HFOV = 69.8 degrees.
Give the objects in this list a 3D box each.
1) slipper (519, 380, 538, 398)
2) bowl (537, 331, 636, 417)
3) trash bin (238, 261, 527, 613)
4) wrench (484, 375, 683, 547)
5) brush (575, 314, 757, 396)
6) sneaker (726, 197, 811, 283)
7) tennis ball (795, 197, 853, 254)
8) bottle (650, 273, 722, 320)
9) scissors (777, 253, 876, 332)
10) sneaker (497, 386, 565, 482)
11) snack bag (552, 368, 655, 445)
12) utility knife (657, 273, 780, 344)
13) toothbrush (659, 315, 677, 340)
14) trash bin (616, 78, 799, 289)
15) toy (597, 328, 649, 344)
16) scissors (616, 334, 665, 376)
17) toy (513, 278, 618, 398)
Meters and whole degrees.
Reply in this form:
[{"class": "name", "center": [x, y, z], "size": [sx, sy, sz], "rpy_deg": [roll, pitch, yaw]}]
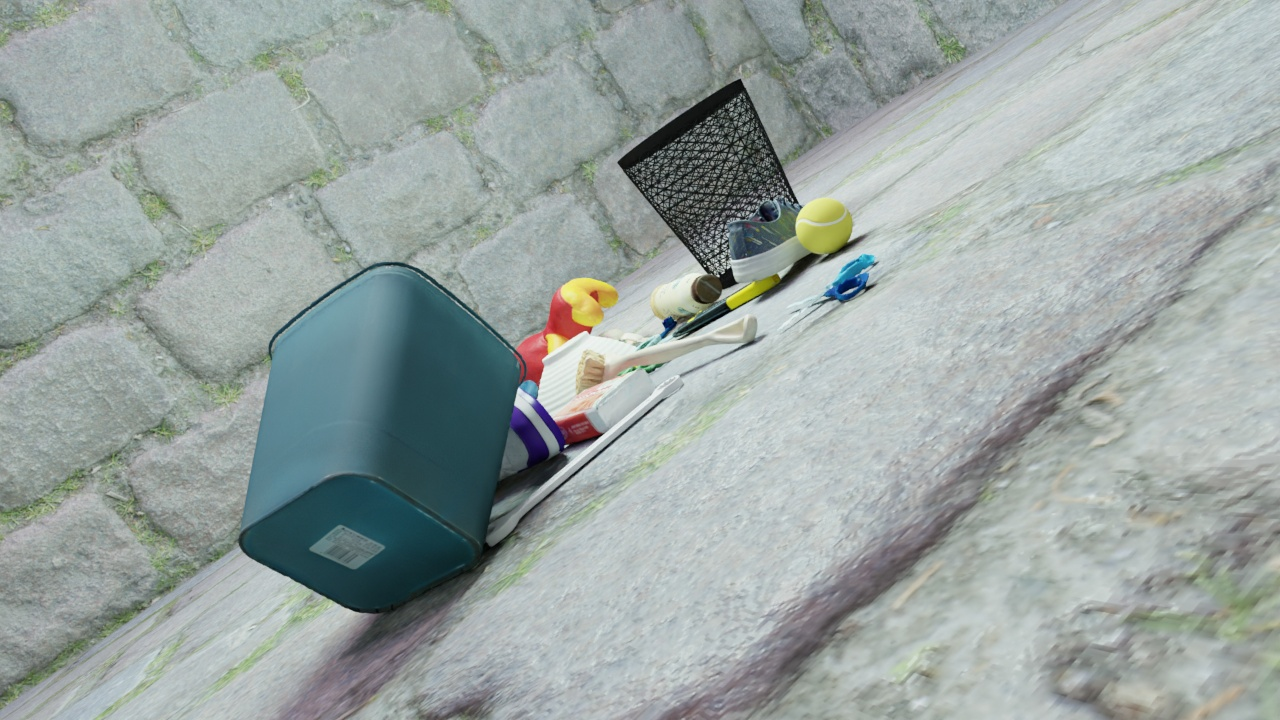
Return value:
[{"class": "slipper", "center": [-0.193, 0.079, 1.255], "size": [0.104, 0.059, 0.213], "rpy_deg": [-48, 8, 18]}, {"class": "bowl", "center": [-0.086, 0.008, 1.265], "size": [0.177, 0.071, 0.177], "rpy_deg": [-32, 7, 5]}, {"class": "trash bin", "center": [-0.223, 0.074, 0.795], "size": [0.197, 0.199, 0.218], "rpy_deg": [-30, 38, 23]}, {"class": "wrench", "center": [-0.053, 0.090, 0.848], "size": [0.272, 0.009, 0.047], "rpy_deg": [-38, 9, -32]}, {"class": "brush", "center": [0.019, -0.004, 0.979], "size": [0.077, 0.062, 0.273], "rpy_deg": [10, -20, -40]}, {"class": "sneaker", "center": [0.183, -0.170, 1.144], "size": [0.088, 0.079, 0.234], "rpy_deg": [-9, 17, 40]}, {"class": "tennis ball", "center": [0.214, -0.156, 1.068], "size": [0.065, 0.065, 0.065], "rpy_deg": [-33, 8, 5]}, {"class": "bottle", "center": [0.066, -0.092, 1.311], "size": [0.056, 0.056, 0.162], "rpy_deg": [-36, 8, -18]}, {"class": "scissors", "center": [0.177, -0.066, 0.854], "size": [0.127, 0.014, 0.133], "rpy_deg": [-35, 9, -9]}, {"class": "sneaker", "center": [-0.173, 0.102, 0.985], "size": [0.110, 0.092, 0.245], "rpy_deg": [-38, 5, -30]}, {"class": "snack bag", "center": [-0.043, 0.050, 0.954], "size": [0.076, 0.036, 0.116], "rpy_deg": [-40, 10, -35]}, {"class": "utility knife", "center": [0.089, -0.059, 1.165], "size": [0.204, 0.020, 0.028], "rpy_deg": [-31, 6, 28]}, {"class": "toothbrush", "center": [0.015, -0.024, 1.252], "size": [0.016, 0.017, 0.189], "rpy_deg": [-31, 8, 28]}, {"class": "trash bin", "center": [0.122, -0.253, 1.374], "size": [0.217, 0.243, 0.217], "rpy_deg": [-33, 8, 5]}, {"class": "toy", "center": [-0.045, -0.020, 1.380], "size": [0.112, 0.050, 0.087], "rpy_deg": [-36, 6, 18]}, {"class": "scissors", "center": [-0.006, 0.005, 1.129], "size": [0.126, 0.011, 0.131], "rpy_deg": [-20, 23, 43]}, {"class": "toy", "center": [-0.124, -0.030, 1.414], "size": [0.217, 0.099, 0.147], "rpy_deg": [-53, -6, 27]}]
